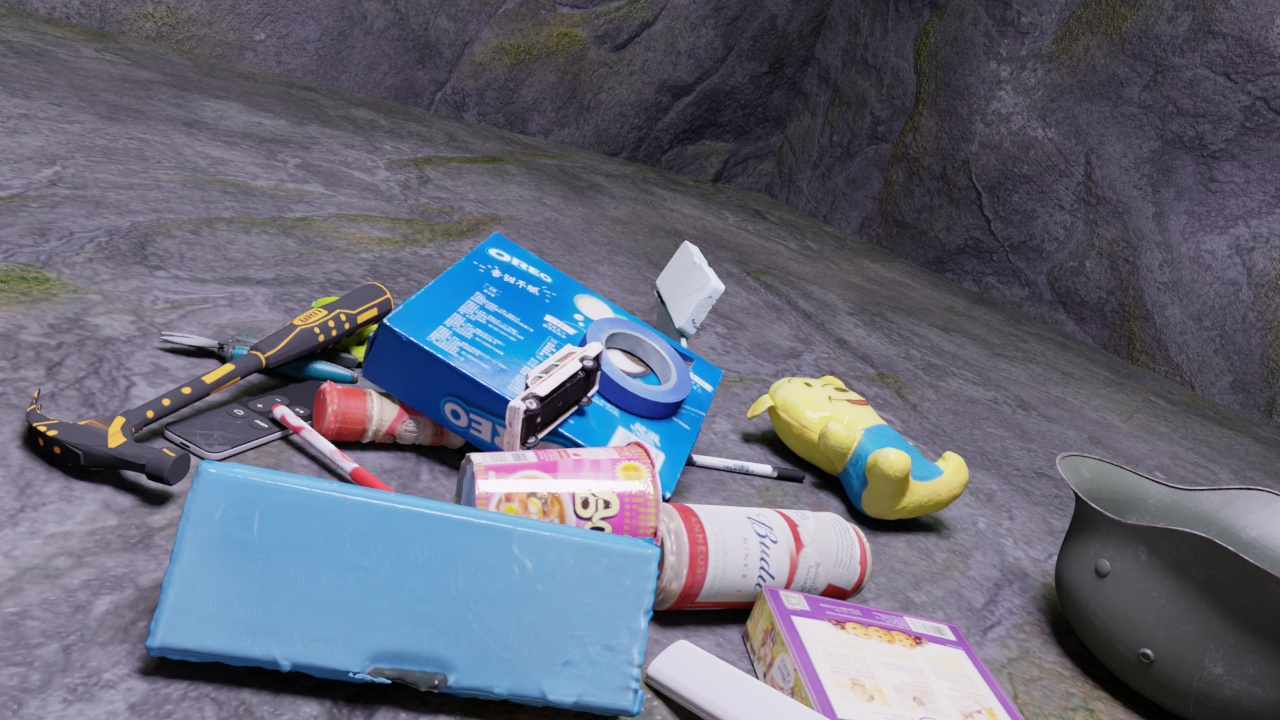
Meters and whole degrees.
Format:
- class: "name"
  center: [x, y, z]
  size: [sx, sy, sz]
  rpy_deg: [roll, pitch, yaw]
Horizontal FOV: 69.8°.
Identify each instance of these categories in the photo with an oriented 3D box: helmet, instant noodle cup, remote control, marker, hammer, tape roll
- class: "helmet"
  center: [0.414, 0.178, 0.679]
  size: [0.226, 0.154, 0.268]
  rpy_deg: [-3, 32, -47]
- class: "instant noodle cup"
  center: [-0.055, 0.094, 0.560]
  size: [0.108, 0.098, 0.097]
  rpy_deg: [6, 21, -21]
- class: "remote control"
  center: [-0.262, 0.039, 0.646]
  size: [0.045, 0.008, 0.146]
  rpy_deg: [24, 18, 15]
- class: "marker"
  center: [-0.197, 0.066, 0.606]
  size: [0.142, 0.013, 0.012]
  rpy_deg: [31, 21, 23]
- class: "marker"
  center: [0.086, 0.096, 0.832]
  size: [0.152, 0.011, 0.011]
  rpy_deg: [11, 19, -23]
- class: "hammer"
  center: [-0.277, -0.001, 0.656]
  size: [0.123, 0.036, 0.319]
  rpy_deg: [15, 23, 12]
- class: "tape roll"
  center: [-0.004, 0.004, 0.704]
  size: [0.091, 0.016, 0.092]
  rpy_deg: [30, 31, -4]
- class: "remote control"
  center: [0.056, 0.179, 0.471]
  size: [0.033, 0.012, 0.131]
  rpy_deg: [-30, 28, -34]

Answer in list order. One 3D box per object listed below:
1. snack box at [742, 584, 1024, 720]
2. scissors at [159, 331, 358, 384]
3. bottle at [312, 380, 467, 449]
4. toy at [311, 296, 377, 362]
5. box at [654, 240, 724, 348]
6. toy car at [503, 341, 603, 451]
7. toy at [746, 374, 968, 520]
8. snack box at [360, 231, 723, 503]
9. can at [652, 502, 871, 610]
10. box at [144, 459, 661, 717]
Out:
- class: "snack box"
  center: [0.146, 0.199, 0.530]
  size: [0.143, 0.041, 0.148]
  rpy_deg: [15, 18, -12]
- class: "scissors"
  center: [-0.290, -0.003, 0.726]
  size: [0.153, 0.019, 0.127]
  rpy_deg: [21, 13, 22]
- class: "bottle"
  center: [-0.179, 0.042, 0.668]
  size: [0.109, 0.044, 0.044]
  rpy_deg: [8, 21, -34]
- class: "toy"
  center: [-0.250, -0.026, 0.814]
  size: [0.093, 0.036, 0.094]
  rpy_deg: [21, 23, -10]
- class: "box"
  center: [0.044, -0.055, 1.031]
  size: [0.049, 0.136, 0.197]
  rpy_deg: [15, 18, -10]
- class: "toy car"
  center: [-0.063, 0.021, 0.618]
  size: [0.039, 0.039, 0.112]
  rpy_deg: [20, 30, 20]
- class: "toy"
  center: [0.200, 0.080, 0.880]
  size: [0.148, 0.084, 0.214]
  rpy_deg: [14, 15, -38]
- class: "snack box"
  center: [-0.064, 0.009, 0.719]
  size: [0.239, 0.056, 0.195]
  rpy_deg: [31, 31, 1]
- class: "can"
  center: [0.074, 0.132, 0.614]
  size: [0.170, 0.067, 0.067]
  rpy_deg: [9, 20, -31]
- class: "box"
  center: [-0.115, 0.119, 0.480]
  size: [0.231, 0.094, 0.102]
  rpy_deg: [12, -14, -15]
